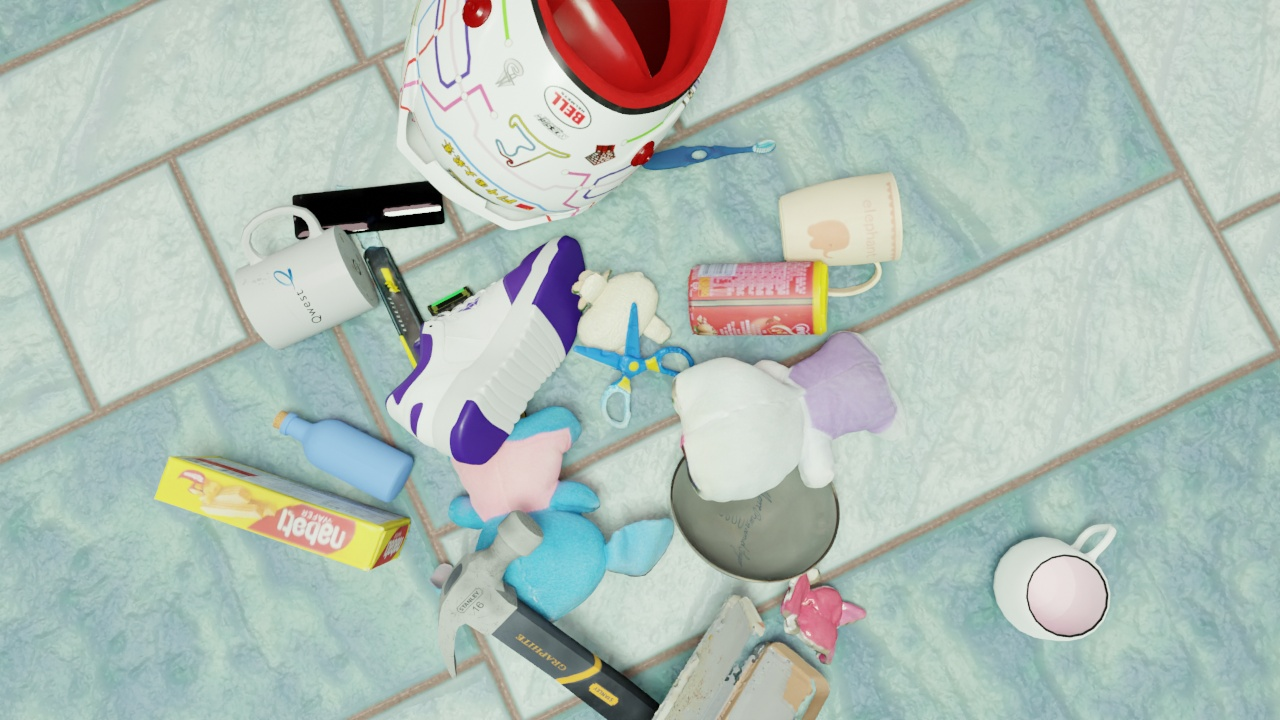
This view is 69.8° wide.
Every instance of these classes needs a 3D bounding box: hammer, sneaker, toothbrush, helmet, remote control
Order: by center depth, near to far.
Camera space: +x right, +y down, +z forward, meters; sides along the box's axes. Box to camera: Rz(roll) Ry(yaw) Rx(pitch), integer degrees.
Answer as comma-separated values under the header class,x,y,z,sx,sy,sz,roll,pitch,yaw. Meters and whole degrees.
class,x,y,z,sx,sy,sz,roll,pitch,yaw
hammer,-0.039,0.268,0.788,0.312,0.035,0.139,42,95,-20
helmet,-0.074,-0.269,0.788,0.231,0.237,0.313,35,64,-28
sneaker,-0.140,-0.020,0.828,0.111,0.092,0.243,12,54,24
remote control,-0.260,-0.145,0.876,0.140,0.021,0.045,-8,76,-5
toothbrush,0.066,-0.200,0.888,0.132,0.016,0.021,-8,83,-1

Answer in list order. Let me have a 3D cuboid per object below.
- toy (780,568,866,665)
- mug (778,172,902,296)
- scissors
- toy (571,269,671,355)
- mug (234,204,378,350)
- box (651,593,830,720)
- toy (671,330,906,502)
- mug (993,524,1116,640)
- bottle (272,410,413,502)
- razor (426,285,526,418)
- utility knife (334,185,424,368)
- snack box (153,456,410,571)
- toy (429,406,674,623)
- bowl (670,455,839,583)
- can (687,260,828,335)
class,x,y,z,sx,sy,sz,roll,pitch,yaw
toy,0.154,0.228,0.839,0.102,0.050,0.065,45,72,-30
mug,0.185,-0.113,0.855,0.104,0.085,0.111,-5,115,8
scissors,-0.009,0.009,0.855,0.125,0.014,0.131,17,101,-24
toy,-0.023,-0.045,0.857,0.087,0.050,0.112,-47,111,-2
mug,-0.313,-0.082,0.840,0.096,0.083,0.120,-24,113,-2
box,0.064,0.324,0.783,0.216,0.071,0.157,-52,122,-25
toy,0.130,0.045,0.808,0.209,0.086,0.137,-17,68,-16
mug,0.377,0.193,0.825,0.090,0.076,0.124,43,87,3
bottle,-0.280,0.083,0.853,0.131,0.048,0.048,26,86,2
razor,-0.149,0.000,0.872,0.044,0.021,0.144,-30,85,-13
utility knife,-0.240,-0.070,0.881,0.028,0.020,0.233,-27,83,-4
snack box,-0.317,0.135,0.828,0.200,0.092,0.042,18,85,2
toy,-0.090,0.137,0.823,0.224,0.099,0.191,-14,81,9
bowl,0.099,0.138,0.830,0.150,0.057,0.150,1,57,-2
can,0.107,-0.056,0.837,0.124,0.066,0.066,0,85,15
